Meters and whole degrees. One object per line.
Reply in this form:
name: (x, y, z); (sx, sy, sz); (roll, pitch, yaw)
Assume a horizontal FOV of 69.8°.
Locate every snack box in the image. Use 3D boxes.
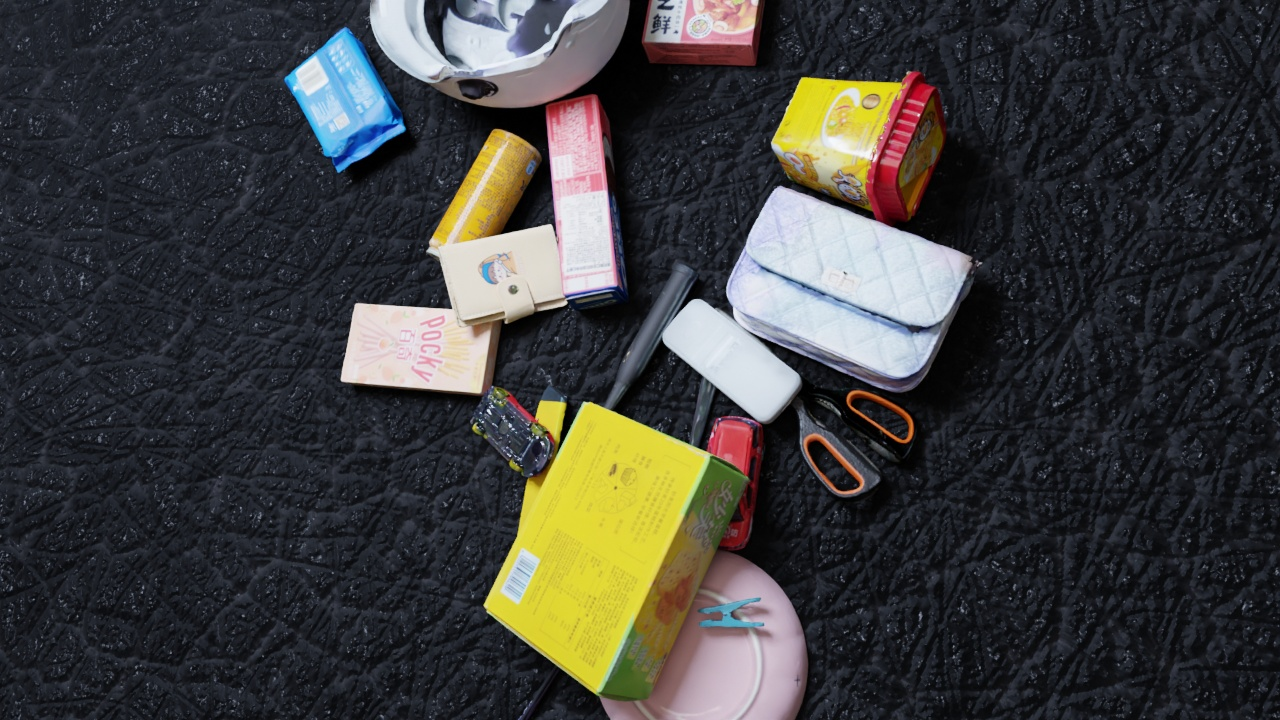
snack box: (-0.222, -0.011, 0.931); (0.157, 0.026, 0.084); (4, 78, 15)
snack box: (-0.054, -0.154, 0.907); (0.058, 0.057, 0.207); (-9, 75, 9)
snack box: (0.068, -0.367, 0.932); (0.113, 0.044, 0.127); (6, 78, 15)
snack box: (-0.023, 0.159, 0.791); (0.158, 0.070, 0.210); (20, 82, 41)

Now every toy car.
toy car: (-0.119, 0.069, 0.875); (0.106, 0.031, 0.049); (38, 104, 34)
toy car: (0.079, 0.108, 0.819); (0.053, 0.045, 0.120); (5, 81, 16)

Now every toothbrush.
toothbrush: (0.048, 0.080, 0.849); (0.016, 0.018, 0.181); (12, 79, 19)
toothbrush: (-0.097, 0.310, 0.832); (0.017, 0.014, 0.189); (30, 85, 31)
toothbrush: (-0.005, 0.005, 0.875); (0.212, 0.027, 0.026); (-61, 27, -4)

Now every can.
can: (-0.158, -0.160, 0.933); (0.058, 0.058, 0.146); (27, 85, 18)

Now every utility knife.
utility knife: (-0.099, 0.125, 0.874); (0.033, 0.015, 0.206); (3, 77, 36)

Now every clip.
clip: (0.075, 0.214, 0.768); (0.056, 0.014, 0.040); (-11, 75, 12)

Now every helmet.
helmet: (-0.123, -0.351, 0.923); (0.259, 0.146, 0.228); (-11, 72, 20)

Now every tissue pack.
tissue pack: (-0.321, -0.284, 1.006); (0.095, 0.052, 0.157); (-34, 71, 6)

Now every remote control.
remote control: (0.083, 0.000, 0.840); (0.136, 0.020, 0.056); (40, 89, 25)

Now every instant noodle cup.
instant noodle cup: (0.196, -0.197, 0.831); (0.124, 0.116, 0.116); (22, 83, 29)

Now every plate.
plate: (0.047, 0.258, 0.794); (0.192, 0.039, 0.192); (-3, 76, 13)

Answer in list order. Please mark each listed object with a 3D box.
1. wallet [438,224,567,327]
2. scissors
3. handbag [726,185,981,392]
wallet: (-0.132, -0.081, 0.899); (0.115, 0.024, 0.087); (-14, 91, -18)
scissors: (0.154, 0.021, 0.838); (0.162, 0.022, 0.233); (-22, 66, 1)
handbag: (0.183, -0.065, 0.816); (0.194, 0.075, 0.134); (24, 79, 17)
